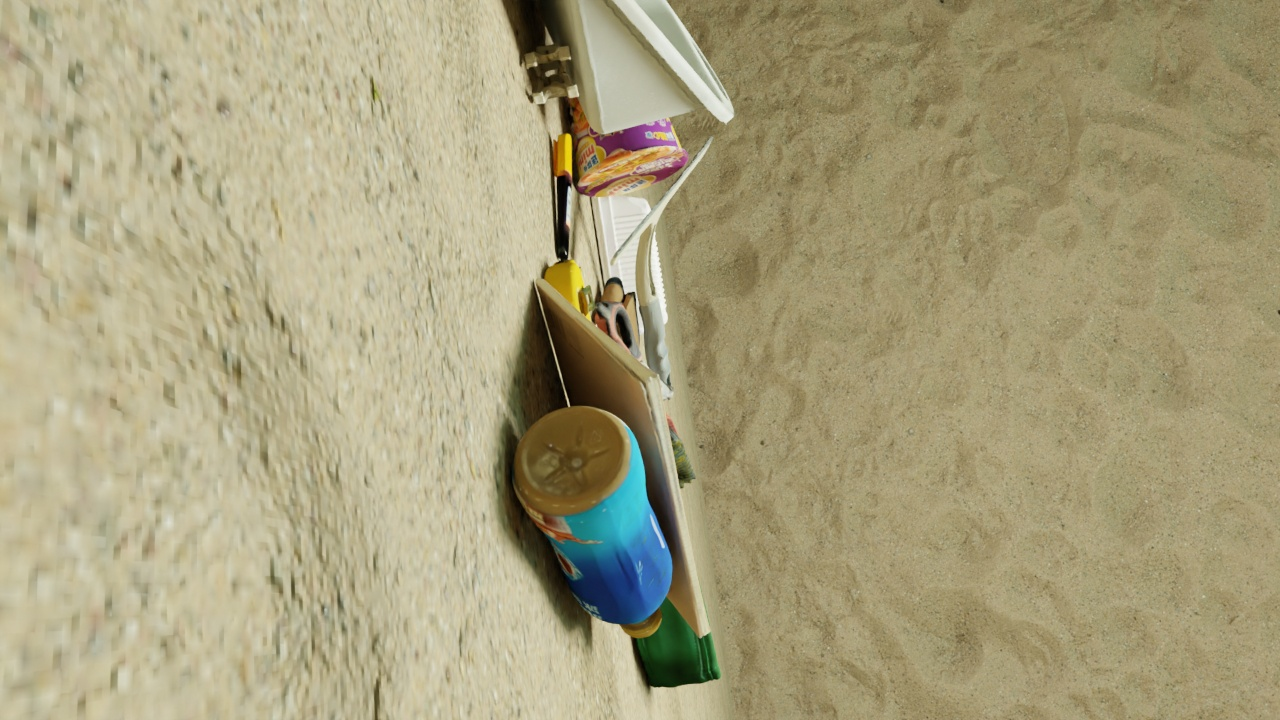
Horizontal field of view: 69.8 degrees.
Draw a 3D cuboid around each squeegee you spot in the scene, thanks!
[{"bbox_3d":[0.014,-0.067,0.930,0.245,0.039,0.247,-57,153,-46],"label":"squeegee"}]

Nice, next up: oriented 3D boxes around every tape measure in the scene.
[{"bbox_3d":[-0.048,-0.039,0.640,0.057,0.029,0.060,-80,160,-72],"label":"tape measure"}]

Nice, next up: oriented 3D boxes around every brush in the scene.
[{"bbox_3d":[0.012,0.091,0.958,0.069,0.063,0.146,49,-10,28],"label":"brush"}]

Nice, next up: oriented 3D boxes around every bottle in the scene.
[{"bbox_3d":[-0.017,0.109,0.530,0.219,0.065,0.065,75,8,-52],"label":"bottle"}]

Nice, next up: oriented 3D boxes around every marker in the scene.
[{"bbox_3d":[-0.062,-0.131,0.728,0.018,0.015,0.123,70,15,-59],"label":"marker"}]

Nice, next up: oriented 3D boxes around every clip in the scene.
[{"bbox_3d":[-0.068,-0.223,0.709,0.100,0.035,0.076,-99,178,-71],"label":"clip"}]

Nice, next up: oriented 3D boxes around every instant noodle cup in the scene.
[{"bbox_3d":[-0.009,-0.105,1.031,0.138,0.060,0.173,-1,83,-85],"label":"instant noodle cup"},{"bbox_3d":[-0.019,-0.222,0.874,0.111,0.111,0.099,38,37,-83],"label":"instant noodle cup"}]

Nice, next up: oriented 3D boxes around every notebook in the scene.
[{"bbox_3d":[-0.013,0.063,0.594,0.149,0.012,0.212,41,-30,50],"label":"notebook"}]

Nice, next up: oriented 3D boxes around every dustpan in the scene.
[{"bbox_3d":[-0.006,-0.301,0.729,0.258,0.142,0.222,81,-11,-56],"label":"dustpan"}]

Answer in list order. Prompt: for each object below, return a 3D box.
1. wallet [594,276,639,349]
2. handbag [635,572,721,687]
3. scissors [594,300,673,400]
[{"bbox_3d":[-0.022,-0.024,0.904,0.115,0.033,0.090,-77,159,-67],"label":"wallet"},{"bbox_3d":[0.032,0.234,0.852,0.131,0.068,0.120,76,7,-50],"label":"handbag"},{"bbox_3d":[-0.003,-0.004,0.855,0.209,0.015,0.177,-48,134,-62],"label":"scissors"}]
